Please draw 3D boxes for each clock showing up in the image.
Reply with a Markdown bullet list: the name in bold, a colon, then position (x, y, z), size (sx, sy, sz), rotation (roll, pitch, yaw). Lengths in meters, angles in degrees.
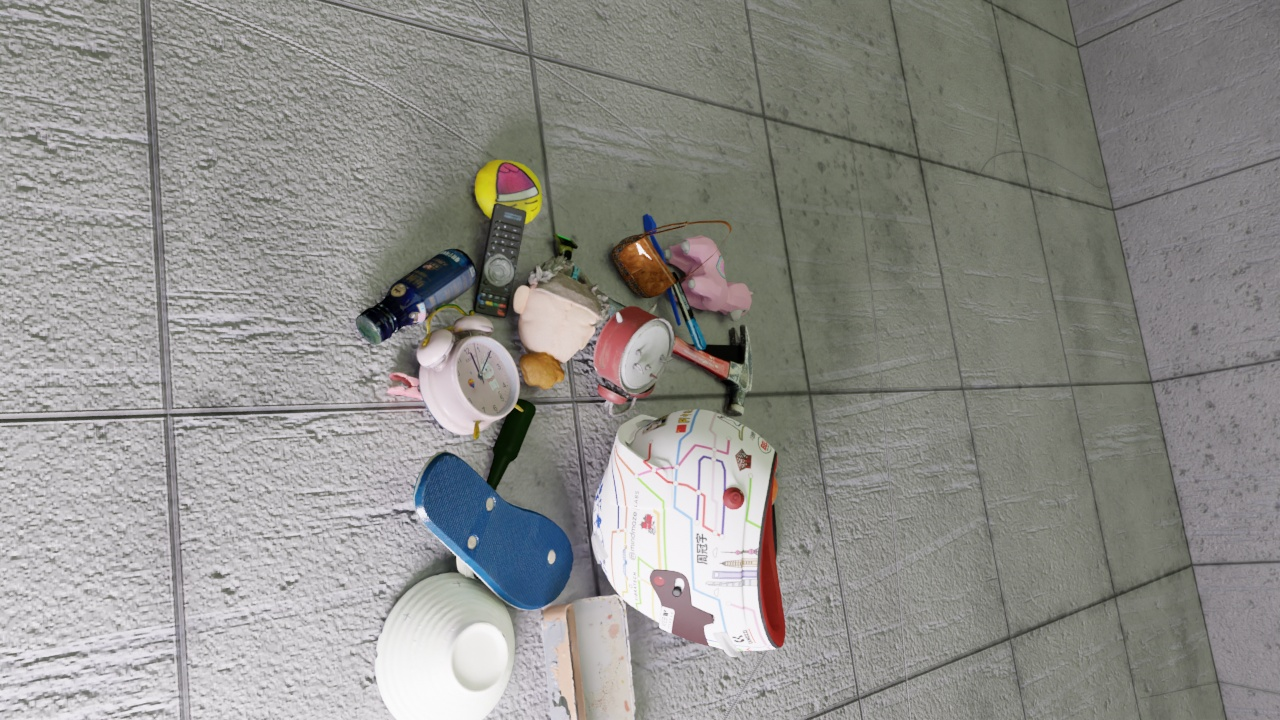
- **clock**: position (-0.206, 0.009, 1.087), size (0.116, 0.059, 0.158), rotation (-34, 103, -53)
- **clock**: position (-0.007, 0.007, 1.240), size (0.109, 0.062, 0.157), rotation (-16, 126, -48)

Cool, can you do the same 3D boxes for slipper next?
- **slipper**: position (-0.176, 0.203, 1.057), size (0.295, 0.060, 0.118), rotation (51, 43, -44)

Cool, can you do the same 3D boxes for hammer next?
- **hammer**: position (0.046, -0.035, 1.348), size (0.326, 0.036, 0.140), rotation (26, 64, -34)

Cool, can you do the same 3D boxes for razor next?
- **razor**: position (-0.098, -0.100, 1.250), size (0.044, 0.021, 0.144), rotation (10, 70, -62)

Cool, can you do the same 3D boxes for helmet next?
- **helmet**: position (0.058, 0.217, 1.159), size (0.230, 0.236, 0.315), rotation (-49, 136, -71)

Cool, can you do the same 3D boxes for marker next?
- **marker**: position (0.068, -0.072, 1.340), size (0.018, 0.015, 0.123), rotation (-31, 101, -44)

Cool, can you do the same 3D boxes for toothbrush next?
- **toothbrush**: position (0.035, -0.135, 1.355), size (0.011, 0.017, 0.186), rotation (7, 60, -47)

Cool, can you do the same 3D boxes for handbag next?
- **handbag**: position (0.046, -0.146, 1.271), size (0.093, 0.196, 0.043), rotation (55, 44, -19)

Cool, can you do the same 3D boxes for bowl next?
- **bowl**: position (-0.195, 0.325, 1.012), size (0.177, 0.071, 0.177), rotation (11, 74, -40)

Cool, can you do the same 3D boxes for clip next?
- **clip**: position (-0.267, 0.037, 1.066), size (0.059, 0.023, 0.039), rotation (12, 67, -41)

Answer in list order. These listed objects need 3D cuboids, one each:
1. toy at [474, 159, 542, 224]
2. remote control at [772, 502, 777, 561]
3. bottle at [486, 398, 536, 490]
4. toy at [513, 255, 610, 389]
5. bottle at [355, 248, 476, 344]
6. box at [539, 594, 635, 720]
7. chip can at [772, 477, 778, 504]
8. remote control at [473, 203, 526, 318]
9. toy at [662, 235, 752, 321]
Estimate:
- **toy**: position (-0.173, -0.220, 1.204), size (0.095, 0.041, 0.094), rotation (-18, 87, -35)
- **remote control**: position (0.194, 0.253, 1.415), size (0.039, 0.010, 0.124), rotation (15, 68, -38)
- **bottle**: position (-0.164, 0.106, 1.128), size (0.033, 0.033, 0.122), rotation (36, 58, -28)
- **toy**: position (-0.110, -0.045, 1.184), size (0.132, 0.076, 0.175), rotation (27, 73, -22)
- **bottle**: position (-0.262, -0.075, 1.077), size (0.160, 0.056, 0.056), rotation (-44, 107, -39)
- **box**: position (-0.056, 0.399, 1.107), size (0.121, 0.094, 0.217), rotation (44, 38, -79)
- **chip can**: position (0.107, 0.159, 1.330), size (0.210, 0.062, 0.062), rotation (28, 61, -33)
- **remote control**: position (-0.180, -0.126, 1.166), size (0.045, 0.021, 0.140), rotation (11, 90, -33)
- **toy**: position (0.108, -0.125, 1.408), size (0.157, 0.067, 0.123), rotation (6, 73, -45)
